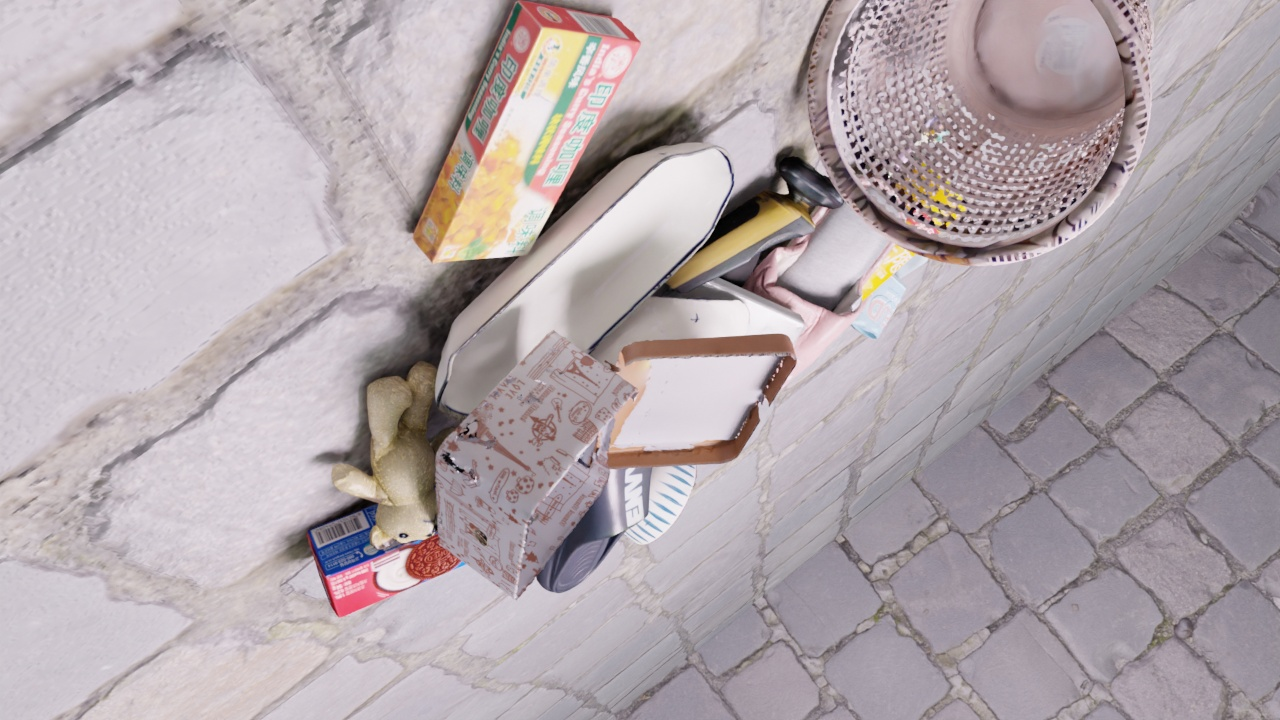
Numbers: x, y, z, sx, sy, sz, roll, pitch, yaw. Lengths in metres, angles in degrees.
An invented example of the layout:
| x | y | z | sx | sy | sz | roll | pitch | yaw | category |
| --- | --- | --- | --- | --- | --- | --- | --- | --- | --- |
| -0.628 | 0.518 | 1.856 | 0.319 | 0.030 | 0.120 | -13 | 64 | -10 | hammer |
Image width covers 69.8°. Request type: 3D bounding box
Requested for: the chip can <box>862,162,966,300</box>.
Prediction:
| x | y | z | sx | sy | sz | roll | pitch | yaw | category |
| --- | --- | --- | --- | --- | --- | --- | --- | --- | --- |
| 0.226 | -0.105 | 0.935 | 0.213 | 0.072 | 0.072 | -42 | 157 | 6 | chip can |

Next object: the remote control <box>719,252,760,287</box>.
| x | y | z | sx | sy | sz | roll | pitch | yaw | category |
| --- | --- | --- | --- | --- | --- | --- | --- | --- | --- |
| 0.067 | -0.060 | 0.837 | 0.137 | 0.024 | 0.053 | -50 | 156 | 24 | remote control |

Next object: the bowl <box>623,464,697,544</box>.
| x | y | z | sx | sy | sz | roll | pitch | yaw | category |
| --- | --- | --- | --- | --- | --- | --- | --- | --- | --- |
| 0.000 | 0.137 | 1.016 | 0.066 | 0.116 | 0.117 | 34 | 111 | -20 | bowl |

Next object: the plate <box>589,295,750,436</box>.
| x | y | z | sx | sy | sz | roll | pitch | yaw | category |
| --- | --- | --- | --- | --- | --- | --- | --- | --- | --- |
| 0.017 | 0.019 | 0.789 | 0.164 | 0.034 | 0.164 | 0 | 129 | -34 | plate |

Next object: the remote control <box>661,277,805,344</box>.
| x | y | z | sx | sy | sz | roll | pitch | yaw | category |
| --- | --- | --- | --- | --- | --- | --- | --- | --- | --- |
| 0.082 | -0.038 | 0.820 | 0.135 | 0.019 | 0.056 | 20 | 121 | -27 | remote control |

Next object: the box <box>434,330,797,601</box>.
| x | y | z | sx | sy | sz | roll | pitch | yaw | category |
| --- | --- | --- | --- | --- | --- | --- | --- | --- | --- |
| -0.026 | 0.059 | 0.689 | 0.273 | 0.125 | 0.179 | -24 | 156 | -24 | box |

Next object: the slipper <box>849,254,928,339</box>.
| x | y | z | sx | sy | sz | roll | pitch | yaw | category |
| --- | --- | --- | --- | --- | --- | --- | --- | --- | --- |
| 0.234 | -0.048 | 1.048 | 0.246 | 0.074 | 0.104 | -43 | 156 | 11 | slipper |

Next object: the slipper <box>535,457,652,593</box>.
| x | y | z | sx | sy | sz | roll | pitch | yaw | category |
| --- | --- | --- | --- | --- | --- | --- | --- | --- | --- |
| -0.030 | 0.148 | 0.917 | 0.110 | 0.083 | 0.269 | -20 | 139 | -44 | slipper |

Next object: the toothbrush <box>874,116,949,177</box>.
| x | y | z | sx | sy | sz | roll | pitch | yaw | category |
| --- | --- | --- | --- | --- | --- | --- | --- | --- | --- |
| 0.220 | -0.163 | 0.890 | 0.190 | 0.029 | 0.020 | -43 | -163 | 11 | toothbrush |

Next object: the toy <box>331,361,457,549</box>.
| x | y | z | sx | sy | sz | roll | pitch | yaw | category |
| --- | --- | --- | --- | --- | --- | --- | --- | --- | --- |
| -0.169 | 0.070 | 0.669 | 0.104 | 0.066 | 0.157 | -28 | 139 | -41 | toy |

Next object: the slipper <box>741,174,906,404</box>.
| x | y | z | sx | sy | sz | roll | pitch | yaw | category |
| --- | --- | --- | --- | --- | --- | --- | --- | --- | --- |
| 0.149 | -0.055 | 0.871 | 0.275 | 0.114 | 0.054 | -50 | -161 | 15 | slipper |

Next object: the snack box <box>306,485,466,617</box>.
| x | y | z | sx | sy | sz | roll | pitch | yaw | category |
| --- | --- | --- | --- | --- | --- | --- | --- | --- | --- |
| -0.163 | 0.137 | 0.763 | 0.207 | 0.057 | 0.058 | -20 | 134 | -24 | snack box |

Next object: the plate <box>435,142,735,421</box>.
| x | y | z | sx | sy | sz | roll | pitch | yaw | category |
| --- | --- | --- | --- | --- | --- | --- | --- | --- | --- |
| -0.043 | -0.058 | 0.649 | 0.266 | 0.034 | 0.162 | -43 | 162 | 5 | plate |

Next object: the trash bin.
| x | y | z | sx | sy | sz | roll | pitch | yaw | category |
| --- | --- | --- | --- | --- | --- | --- | --- | --- | --- |
| 0.265 | -0.208 | 0.662 | 0.191 | 0.227 | 0.228 | -37 | 160 | -39 | trash bin |

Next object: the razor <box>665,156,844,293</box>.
| x | y | z | sx | sy | sz | roll | pitch | yaw | category |
| --- | --- | --- | --- | --- | --- | --- | --- | --- | --- |
| 0.086 | -0.109 | 0.755 | 0.167 | 0.062 | 0.067 | -32 | 126 | -4 | razor |

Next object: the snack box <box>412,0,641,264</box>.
| x | y | z | sx | sy | sz | roll | pitch | yaw | category |
| --- | --- | --- | --- | --- | --- | --- | --- | --- | --- |
| -0.067 | -0.123 | 0.519 | 0.076 | 0.027 | 0.156 | -14 | 146 | -48 | snack box |
